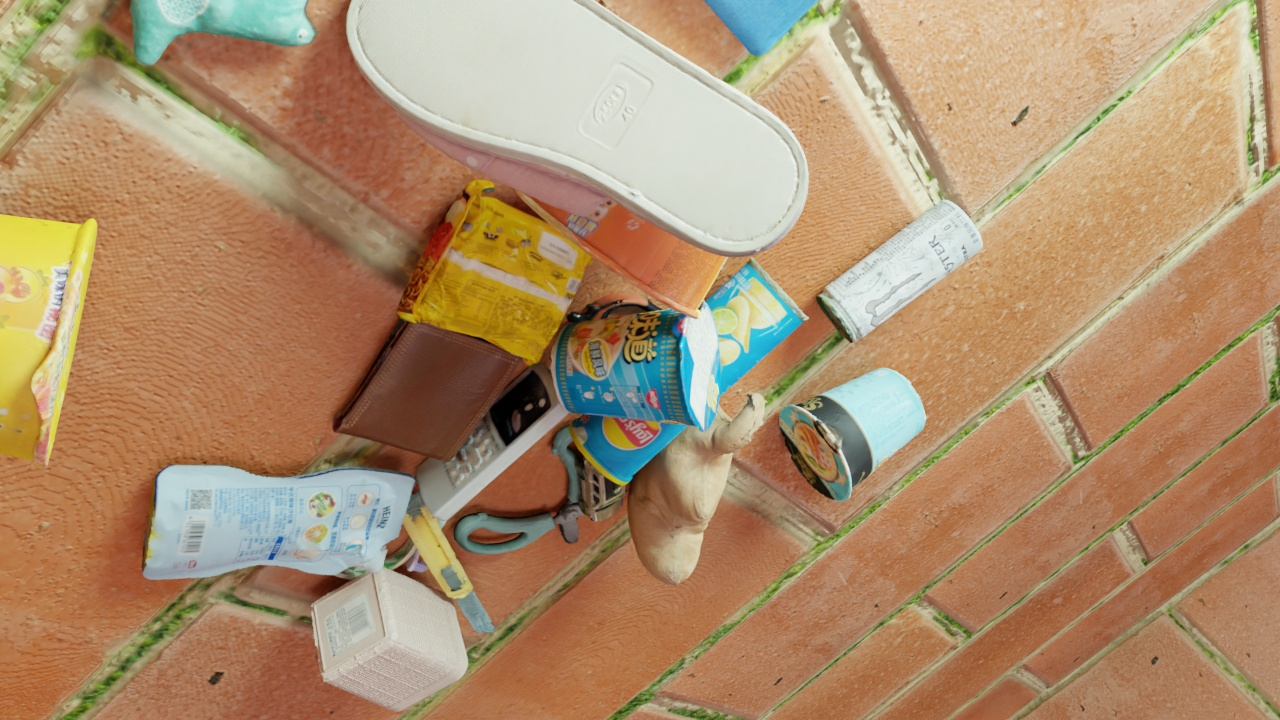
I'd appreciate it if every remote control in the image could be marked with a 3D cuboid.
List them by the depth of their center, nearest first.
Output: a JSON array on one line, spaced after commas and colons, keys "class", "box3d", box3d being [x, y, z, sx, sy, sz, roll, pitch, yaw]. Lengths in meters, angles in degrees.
[{"class": "remote control", "box3d": [-0.123, 0.065, 0.750, 0.150, 0.058, 0.021, -42, 137, 9]}]

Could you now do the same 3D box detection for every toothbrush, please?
[{"class": "toothbrush", "box3d": [-0.156, 0.118, 0.808, 0.189, 0.021, 0.029, -54, 167, 23]}]

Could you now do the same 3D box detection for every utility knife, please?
[{"class": "utility knife", "box3d": [-0.174, 0.191, 0.839, 0.031, 0.022, 0.220, -19, 137, -4]}]

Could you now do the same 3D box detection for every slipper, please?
[{"class": "slipper", "box3d": [-0.034, -0.142, 0.516, 0.274, 0.054, 0.114, 25, 93, 1]}]

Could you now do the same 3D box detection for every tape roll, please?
[{"class": "tape roll", "box3d": [-0.235, 0.159, 0.801, 0.085, 0.014, 0.086, -18, 137, -18]}]

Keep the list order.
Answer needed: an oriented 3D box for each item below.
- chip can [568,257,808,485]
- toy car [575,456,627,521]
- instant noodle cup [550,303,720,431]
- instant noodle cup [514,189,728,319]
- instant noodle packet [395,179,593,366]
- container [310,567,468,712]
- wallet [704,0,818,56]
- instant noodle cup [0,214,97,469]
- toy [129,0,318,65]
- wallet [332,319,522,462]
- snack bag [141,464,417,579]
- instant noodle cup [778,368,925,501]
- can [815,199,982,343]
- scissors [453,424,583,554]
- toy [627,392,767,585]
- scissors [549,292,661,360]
[{"class": "chip can", "box3d": [0.038, 0.010, 0.766, 0.210, 0.071, 0.071, -43, 138, 10]}, {"class": "toy car", "box3d": [-0.034, 0.117, 0.850, 0.042, 0.035, 0.091, -23, 140, -23]}, {"class": "instant noodle cup", "box3d": [-0.004, 0.004, 0.696, 0.110, 0.099, 0.099, -1, 144, 22]}, {"class": "instant noodle cup", "box3d": [0.010, -0.115, 0.603, 0.151, 0.151, 0.111, 26, 104, -45]}, {"class": "instant noodle packet", "box3d": [-0.095, -0.059, 0.652, 0.128, 0.044, 0.111, 22, 103, -46]}, {"class": "container", "box3d": [-0.228, 0.248, 0.824, 0.090, 0.090, 0.111, -30, 143, 6]}, {"class": "wallet", "box3d": [0.075, -0.267, 0.575, 0.106, 0.040, 0.133, -42, 139, 17]}, {"class": "instant noodle cup", "box3d": [-0.355, -0.019, 0.473, 0.109, 0.138, 0.138, 12, 122, -30]}, {"class": "toy", "box3d": [-0.210, -0.193, 0.472, 0.091, 0.030, 0.097, -1, 123, -38]}, {"class": "wallet", "box3d": [-0.163, 0.020, 0.704, 0.101, 0.032, 0.125, 21, 115, -40]}, {"class": "snack bag", "box3d": [-0.279, 0.128, 0.719, 0.190, 0.039, 0.110, 5, 112, -31]}, {"class": "instant noodle cup", "box3d": [0.224, 0.068, 0.944, 0.120, 0.111, 0.111, -28, 139, -18]}, {"class": "can", "box3d": [0.235, -0.081, 0.837, 0.147, 0.058, 0.058, -37, 139, 4]}, {"class": "scissors", "box3d": [-0.098, 0.134, 0.860, 0.179, 0.019, 0.171, -20, 138, -20]}, {"class": "toy", "box3d": [0.045, 0.094, 0.825, 0.082, 0.143, 0.227, 3, 131, -20]}, {"class": "scissors", "box3d": [0.032, -0.033, 0.786, 0.207, 0.015, 0.193, -37, 138, 4]}]
